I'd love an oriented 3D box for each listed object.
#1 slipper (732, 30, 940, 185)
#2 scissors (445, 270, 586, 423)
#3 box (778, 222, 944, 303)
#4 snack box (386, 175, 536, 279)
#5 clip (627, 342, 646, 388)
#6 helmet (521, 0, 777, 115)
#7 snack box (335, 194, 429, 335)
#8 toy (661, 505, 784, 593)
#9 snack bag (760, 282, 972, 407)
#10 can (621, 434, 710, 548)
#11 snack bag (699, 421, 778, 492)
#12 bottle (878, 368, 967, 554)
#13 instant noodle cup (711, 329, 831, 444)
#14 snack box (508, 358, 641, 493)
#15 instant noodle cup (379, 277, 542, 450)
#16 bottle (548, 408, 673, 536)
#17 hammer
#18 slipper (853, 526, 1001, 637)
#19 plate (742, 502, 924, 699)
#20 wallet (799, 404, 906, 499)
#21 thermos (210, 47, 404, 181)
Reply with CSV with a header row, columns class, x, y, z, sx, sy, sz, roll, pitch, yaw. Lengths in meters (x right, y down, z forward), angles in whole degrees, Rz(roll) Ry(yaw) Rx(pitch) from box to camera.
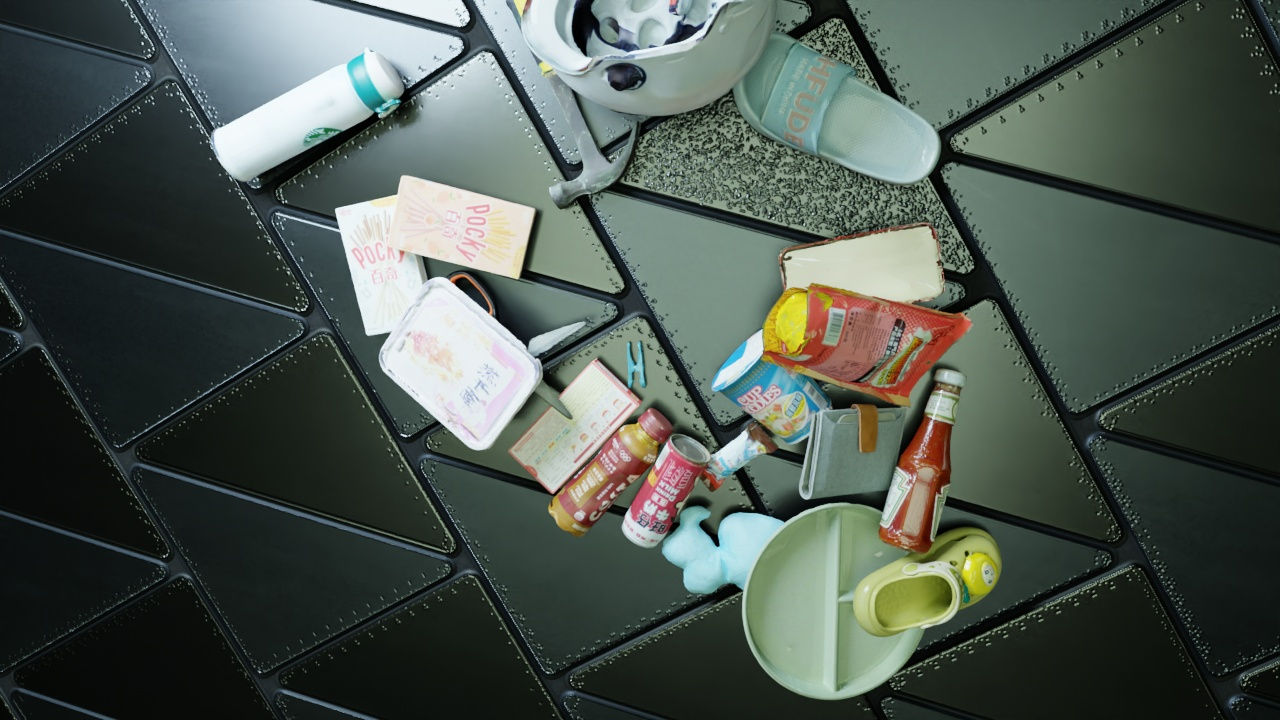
class,x,y,z,sx,sy,sz,roll,pitch,yaw
slipper,0.208,-0.264,0.982,0.245,0.074,0.104,28,102,1
scissors,-0.168,-0.010,1.090,0.231,0.021,0.221,-28,91,18
box,0.240,-0.094,1.003,0.168,0.077,0.091,-10,97,10
snack box,-0.207,-0.154,1.064,0.157,0.026,0.084,14,99,-5
clip,-0.005,0.006,1.085,0.046,0.014,0.057,-4,100,10
helmet,0.023,-0.343,0.945,0.259,0.146,0.228,-13,57,20
snack box,-0.304,-0.114,1.099,0.085,0.026,0.157,-11,98,9
toy,0.119,0.230,1.086,0.156,0.049,0.161,-33,92,8
snack bag,0.239,-0.018,0.981,0.207,0.073,0.129,12,125,-23
can,0.028,0.154,1.075,0.053,0.053,0.133,29,111,2
snack bag,0.108,0.113,1.072,0.104,0.026,0.048,-36,104,31
bottle,0.321,0.111,1.026,0.060,0.060,0.206,17,88,5
instant noodle cup,0.153,0.033,1.032,0.110,0.099,0.099,43,102,-9
snack box,-0.079,0.079,1.100,0.077,0.027,0.156,44,102,-1
instant noodle cup,-0.199,0.001,1.058,0.173,0.060,0.138,40,108,6
bottle,-0.033,0.131,1.086,0.057,0.057,0.175,43,102,-1
hammer,-0.102,-0.343,1.032,0.126,0.032,0.323,-23,95,11
slipper,0.333,0.257,1.025,0.190,0.081,0.091,-20,101,-12
plate,0.225,0.276,1.061,0.230,0.027,0.230,-1,93,-10
wallet,0.240,0.100,1.019,0.129,0.037,0.107,0,105,-33
thermos,-0.380,-0.282,1.061,0.224,0.073,0.073,-23,95,10
